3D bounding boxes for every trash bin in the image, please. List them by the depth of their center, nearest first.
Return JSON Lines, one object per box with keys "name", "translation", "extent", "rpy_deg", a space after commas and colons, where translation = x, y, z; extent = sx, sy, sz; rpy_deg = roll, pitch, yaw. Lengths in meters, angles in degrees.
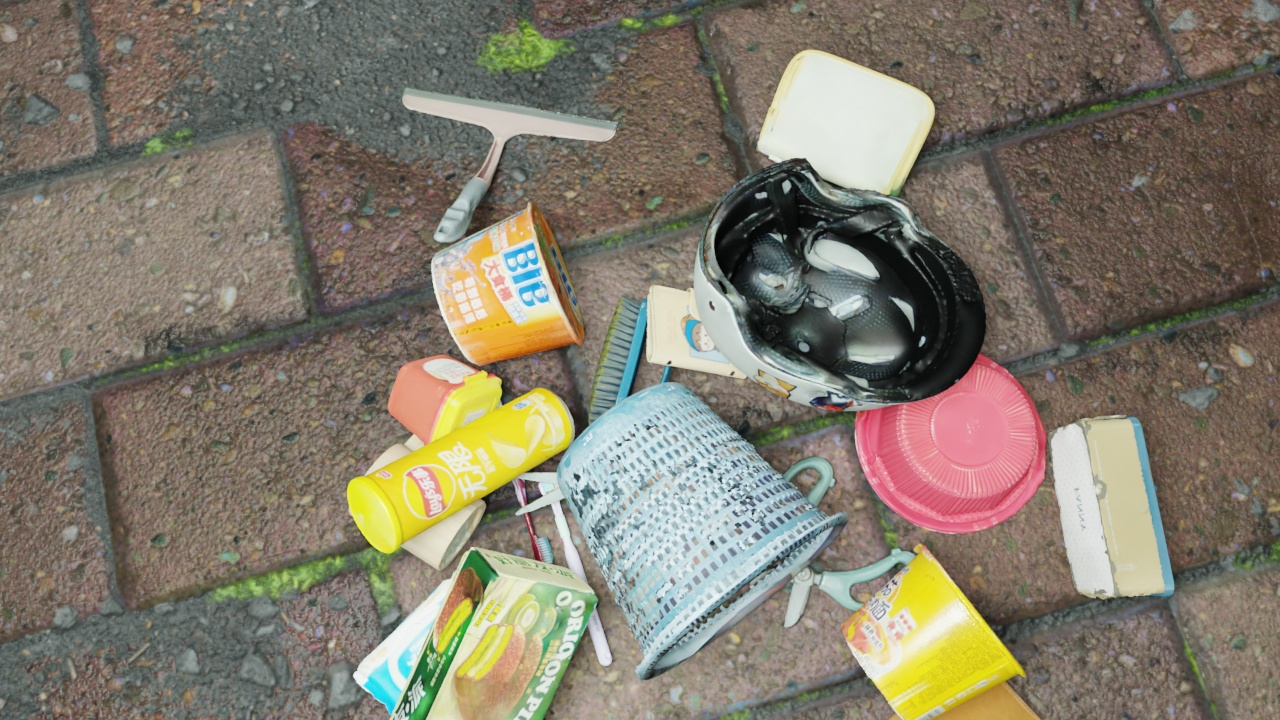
{"name": "trash bin", "translation": [0.037, 0.136, 0.821], "extent": [0.226, 0.227, 0.195], "rpy_deg": [-35, 69, -7]}

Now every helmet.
{"name": "helmet", "translation": [0.172, -0.050, 0.893], "extent": [0.274, 0.157, 0.229], "rpy_deg": [25, 65, -4]}

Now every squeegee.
{"name": "squeegee", "translation": [-0.170, -0.191, 0.962], "extent": [0.248, 0.040, 0.248], "rpy_deg": [11, 46, 3]}

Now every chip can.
{"name": "chip can", "translation": [-0.159, 0.096, 0.848], "extent": [0.212, 0.072, 0.072], "rpy_deg": [-27, 75, -40]}

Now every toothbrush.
{"name": "toothbrush", "translation": [-0.061, 0.207, 0.905], "extent": [0.029, 0.021, 0.189], "rpy_deg": [-12, 75, -28]}
{"name": "toothbrush", "translation": [-0.121, 0.119, 0.930], "extent": [0.017, 0.016, 0.187], "rpy_deg": [-9, 73, -31]}

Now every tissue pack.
{"name": "tissue pack", "translation": [-0.192, 0.278, 0.867], "extent": [0.090, 0.063, 0.140], "rpy_deg": [44, 81, 8]}

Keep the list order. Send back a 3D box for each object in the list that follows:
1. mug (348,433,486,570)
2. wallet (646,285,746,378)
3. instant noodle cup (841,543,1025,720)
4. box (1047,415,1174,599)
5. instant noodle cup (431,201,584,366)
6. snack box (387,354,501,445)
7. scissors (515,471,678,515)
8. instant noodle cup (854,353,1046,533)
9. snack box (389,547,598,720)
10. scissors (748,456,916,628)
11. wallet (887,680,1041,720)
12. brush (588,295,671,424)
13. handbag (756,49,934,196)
{"name": "mug", "translation": [-0.205, 0.130, 0.903], "extent": [0.103, 0.084, 0.124], "rpy_deg": [32, 52, 7]}
{"name": "wallet", "translation": [0.058, -0.031, 0.936], "extent": [0.115, 0.024, 0.087], "rpy_deg": [10, 72, -26]}
{"name": "instant noodle cup", "translation": [0.258, 0.255, 0.831], "extent": [0.110, 0.138, 0.138], "rpy_deg": [-39, 78, 8]}
{"name": "box", "translation": [0.446, 0.147, 0.876], "extent": [0.059, 0.090, 0.184], "rpy_deg": [-6, 79, -2]}
{"name": "instant noodle cup", "translation": [-0.132, -0.069, 0.914], "extent": [0.111, 0.151, 0.151], "rpy_deg": [-19, 77, 5]}
{"name": "snack box", "translation": [-0.194, 0.037, 0.908], "extent": [0.080, 0.091, 0.082], "rpy_deg": [31, 111, 17]}
{"name": "scissors", "translation": [-0.040, 0.112, 0.920], "extent": [0.165, 0.012, 0.156], "rpy_deg": [26, 72, -2]}
{"name": "instant noodle cup", "translation": [0.316, 0.072, 0.908], "extent": [0.194, 0.066, 0.193], "rpy_deg": [0, 76, 0]}
{"name": "snack box", "translation": [-0.141, 0.291, 0.808], "extent": [0.114, 0.063, 0.240], "rpy_deg": [22, 93, -38]}
{"name": "scissors", "translation": [0.186, 0.175, 0.910], "extent": [0.170, 0.019, 0.179], "rpy_deg": [-8, 77, 0]}
{"name": "wallet", "translation": [0.305, 0.355, 0.859], "extent": [0.130, 0.035, 0.119], "rpy_deg": [-40, 72, -8]}
{"name": "brush", "translation": [-0.006, 0.005, 0.932], "extent": [0.073, 0.055, 0.143], "rpy_deg": [13, 73, 2]}
{"name": "handbag", "translation": [0.208, -0.224, 0.992], "extent": [0.163, 0.063, 0.179], "rpy_deg": [24, 93, 7]}
